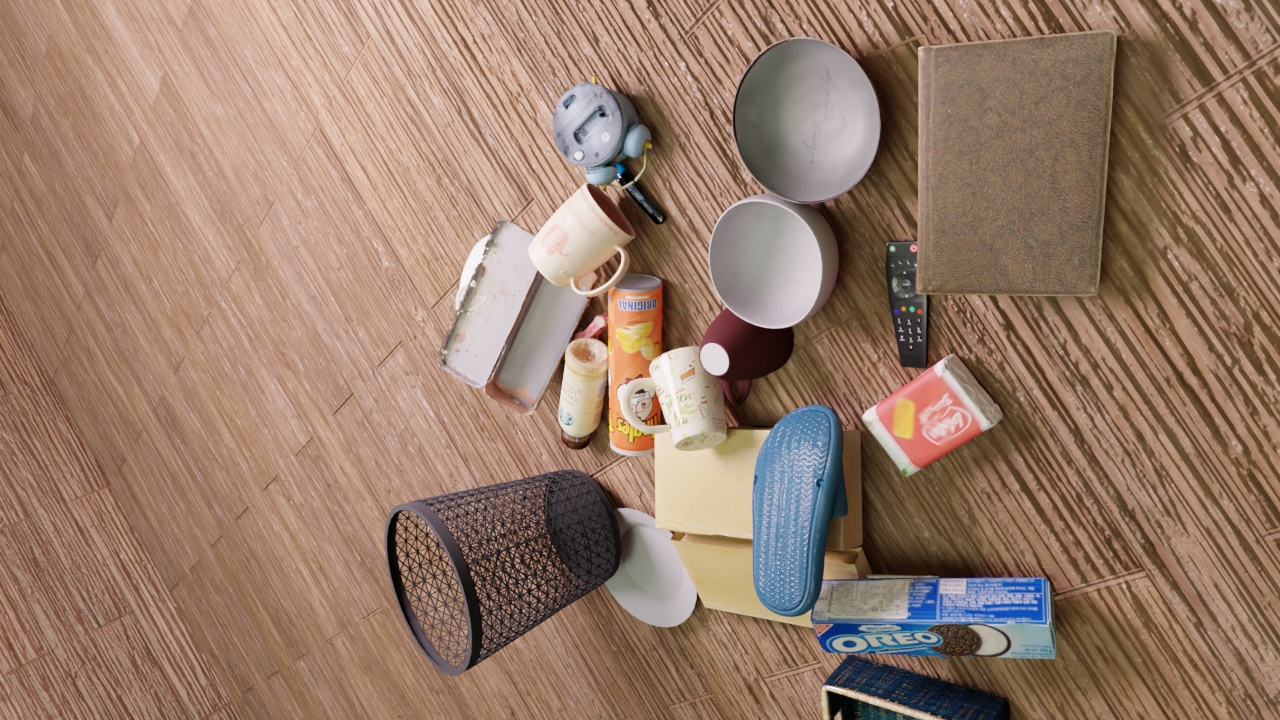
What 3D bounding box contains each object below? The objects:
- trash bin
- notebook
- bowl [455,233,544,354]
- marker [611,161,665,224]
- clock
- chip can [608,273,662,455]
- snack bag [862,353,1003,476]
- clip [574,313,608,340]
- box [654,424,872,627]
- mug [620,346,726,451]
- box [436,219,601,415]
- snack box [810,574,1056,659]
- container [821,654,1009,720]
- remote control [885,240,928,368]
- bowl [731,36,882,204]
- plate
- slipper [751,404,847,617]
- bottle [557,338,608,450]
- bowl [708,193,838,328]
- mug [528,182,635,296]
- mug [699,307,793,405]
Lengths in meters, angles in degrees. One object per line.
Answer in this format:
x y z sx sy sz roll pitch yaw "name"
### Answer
-0.170 0.253 1.190 0.217 0.242 0.217 22 119 46 "trash bin"
0.284 -0.159 0.763 0.190 0.034 0.216 4 112 22 "notebook"
-0.192 -0.074 1.209 0.177 0.070 0.177 17 119 34 "bowl"
-0.014 -0.201 1.041 0.123 0.015 0.018 50 128 12 "marker"
-0.040 -0.246 1.008 0.089 0.051 0.124 -39 80 27 "clock"
-0.006 0.006 1.091 0.062 0.062 0.211 17 119 34 "chip can"
0.280 0.054 0.888 0.077 0.036 0.116 54 133 9 "snack bag"
-0.054 -0.039 1.144 0.058 0.035 0.022 -42 76 37 "clip"
0.142 0.193 1.042 0.248 0.096 0.261 -1 113 41 "box"
0.038 0.046 1.011 0.081 0.122 0.097 119 144 -61 "mug"
-0.155 -0.051 1.140 0.148 0.042 0.217 26 110 -3 "box"
0.287 0.253 0.907 0.227 0.059 0.059 -6 128 25 "snack box"
0.301 0.419 1.001 0.188 0.071 0.145 5 111 39 "container"
0.258 -0.053 0.877 0.039 0.010 0.125 4 110 39 "remote control"
0.163 -0.224 0.853 0.151 0.056 0.151 16 116 34 "bowl"
0.008 0.272 1.222 0.173 0.019 0.173 17 118 34 "plate"
0.160 0.150 0.928 0.104 0.059 0.213 1 79 47 "slipper"
-0.074 0.047 1.162 0.056 0.056 0.162 36 138 23 "bottle"
0.139 -0.103 0.919 0.132 0.064 0.132 17 118 34 "bowl"
-0.063 -0.126 1.040 0.104 0.085 0.111 -38 73 17 "mug"
0.103 -0.002 0.977 0.087 0.088 0.114 17 118 35 "mug"
